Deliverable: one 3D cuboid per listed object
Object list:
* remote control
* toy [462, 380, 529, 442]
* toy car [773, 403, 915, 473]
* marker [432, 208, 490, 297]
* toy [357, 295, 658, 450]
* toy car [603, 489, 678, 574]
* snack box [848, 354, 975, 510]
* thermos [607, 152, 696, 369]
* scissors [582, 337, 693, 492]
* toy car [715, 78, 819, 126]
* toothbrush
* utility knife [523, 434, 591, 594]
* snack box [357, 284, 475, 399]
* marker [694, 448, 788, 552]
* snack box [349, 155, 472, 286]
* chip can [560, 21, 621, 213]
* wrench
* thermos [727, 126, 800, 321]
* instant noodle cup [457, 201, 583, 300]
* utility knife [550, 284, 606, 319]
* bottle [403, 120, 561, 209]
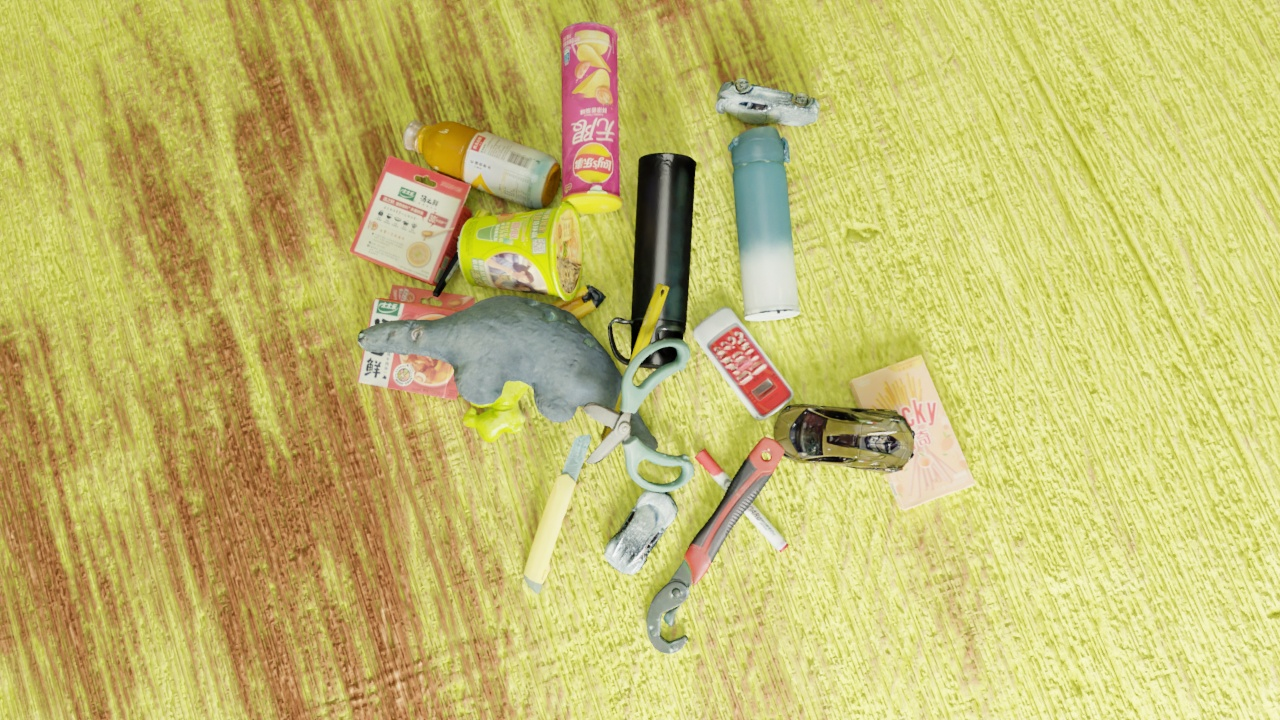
[{"bbox_3d":[0.118,0.003,1.061,0.056,0.020,0.136,-36,82,2],"label":"remote control"},{"bbox_3d":[-0.169,0.041,1.080,0.096,0.031,0.100,-21,88,-6],"label":"toy"},{"bbox_3d":[0.222,0.086,1.017,0.158,0.042,0.070,3,92,26],"label":"toy car"},{"bbox_3d":[-0.216,-0.129,1.099,0.015,0.018,0.124,27,76,6],"label":"marker"},{"bbox_3d":[-0.132,-0.003,1.035,0.356,0.091,0.137,19,78,-11],"label":"toy"},{"bbox_3d":[0.001,0.195,1.049,0.049,0.031,0.105,34,88,7],"label":"toy car"},{"bbox_3d":[0.303,0.080,1.031,0.084,0.026,0.157,-21,83,3],"label":"snack box"},{"bbox_3d":[0.014,-0.113,1.055,0.090,0.068,0.242,5,84,-12],"label":"thermos"},{"bbox_3d":[0.019,0.061,1.019,0.171,0.019,0.170,35,86,-30],"label":"scissors"},{"bbox_3d":[0.148,-0.296,1.071,0.121,0.054,0.036,11,83,6],"label":"toy car"},{"bbox_3d":[-0.006,0.006,1.014,0.015,0.016,0.190,19,93,-16],"label":"toothbrush"},{"bbox_3d":[-0.096,0.174,1.042,0.031,0.021,0.205,23,109,11],"label":"utility knife"},{"bbox_3d":[-0.265,-0.025,1.087,0.113,0.044,0.127,9,86,12],"label":"snack box"},{"bbox_3d":[0.115,0.160,1.047,0.017,0.017,0.145,-42,82,0],"label":"marker"},{"bbox_3d":[-0.271,-0.166,1.106,0.113,0.044,0.127,22,88,8],"label":"snack box"},{"bbox_3d":[-0.060,-0.284,1.082,0.071,0.071,0.210,-2,84,6],"label":"chip can"},{"bbox_3d":[0.081,0.207,1.035,0.056,0.016,0.273,29,94,10],"label":"wrench"},{"bbox_3d":[0.143,-0.157,1.052,0.070,0.070,0.220,-4,84,5],"label":"thermos"},{"bbox_3d":[-0.141,-0.126,1.062,0.123,0.111,0.111,2,84,13],"label":"instant noodle cup"},{"bbox_3d":[-0.140,-0.034,1.094,0.216,0.015,0.033,-27,80,4],"label":"utility knife"},{"bbox_3d":[-0.190,-0.239,1.093,0.189,0.068,0.068,21,87,8],"label":"bottle"}]
